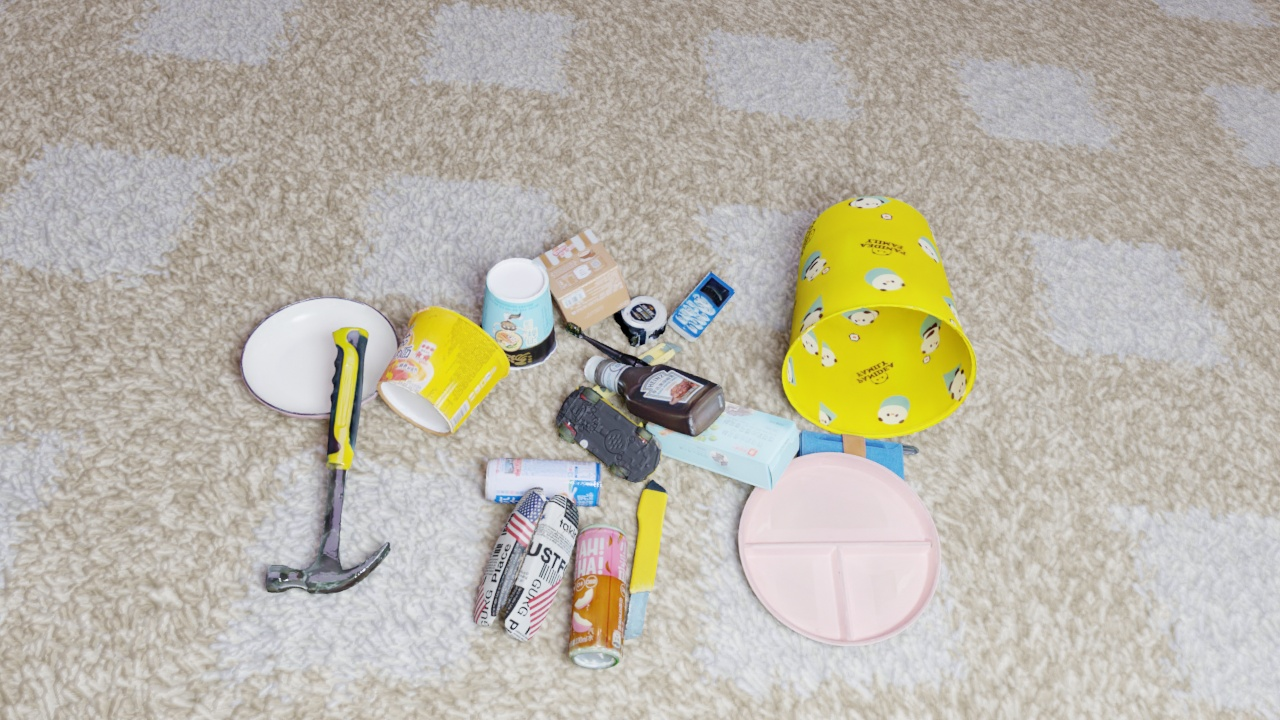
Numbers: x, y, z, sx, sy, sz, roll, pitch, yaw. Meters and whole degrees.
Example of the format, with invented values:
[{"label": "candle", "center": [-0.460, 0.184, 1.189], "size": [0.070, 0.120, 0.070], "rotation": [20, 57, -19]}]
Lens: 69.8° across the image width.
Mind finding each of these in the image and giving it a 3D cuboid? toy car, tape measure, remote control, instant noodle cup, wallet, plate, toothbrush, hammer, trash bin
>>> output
[{"label": "toy car", "center": [-0.038, 0.092, 1.125], "size": [0.156, 0.041, 0.071], "rotation": [34, 93, 24]}, {"label": "tape measure", "center": [0.003, -0.056, 1.265], "size": [0.066, 0.034, 0.065], "rotation": [-19, 58, -17]}, {"label": "remote control", "center": [0.087, -0.076, 1.292], "size": [0.049, 0.024, 0.124], "rotation": [40, 54, 3]}, {"label": "instant noodle cup", "center": [-0.162, -0.066, 1.196], "size": [0.111, 0.121, 0.111], "rotation": [3, 52, -4]}, {"label": "wallet", "center": [0.262, 0.142, 1.138], "size": [0.133, 0.040, 0.106], "rotation": [8, 56, -1]}, {"label": "plate", "center": [-0.403, 0.001, 1.166], "size": [0.192, 0.039, 0.192], "rotation": [4, 52, -5]}, {"label": "plate", "center": [0.227, 0.215, 1.058], "size": [0.229, 0.028, 0.229], "rotation": [-1, 61, 1]}, {"label": "toothbrush", "center": [-0.007, 0.007, 1.199], "size": [0.212, 0.027, 0.026], "rotation": [31, 67, 7]}, {"label": "instant noodle cup", "center": [-0.245, 0.019, 1.118], "size": [0.138, 0.138, 0.109], "rotation": [24, 61, 12]}, {"label": "hammer", "center": [-0.344, 0.107, 1.061], "size": [0.126, 0.032, 0.322], "rotation": [2, 62, -9]}, {"label": "toothbrush", "center": [0.271, 0.104, 1.182], "size": [0.181, 0.018, 0.015], "rotation": [8, 48, -3]}, {"label": "trash bin", "center": [0.302, -0.068, 1.199], "size": [0.229, 0.230, 0.254], "rotation": [9, 46, 0]}]

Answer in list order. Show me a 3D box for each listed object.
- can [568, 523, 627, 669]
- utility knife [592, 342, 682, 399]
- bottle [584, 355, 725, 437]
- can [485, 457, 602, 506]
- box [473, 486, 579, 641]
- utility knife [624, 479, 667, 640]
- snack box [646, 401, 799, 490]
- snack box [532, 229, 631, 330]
[{"label": "can", "center": [-0.045, 0.254, 0.996], "size": [0.058, 0.058, 0.147], "rotation": [5, 51, -3]}, {"label": "utility knife", "center": [-0.012, 0.018, 1.220], "size": [0.167, 0.018, 0.031], "rotation": [-37, 58, -25]}, {"label": "bottle", "center": [0.010, 0.035, 1.135], "size": [0.195, 0.044, 0.079], "rotation": [19, 47, 39]}, {"label": "can", "center": [-0.113, 0.143, 1.079], "size": [0.134, 0.053, 0.053], "rotation": [3, 51, -5]}, {"label": "box", "center": [-0.132, 0.218, 1.006], "size": [0.088, 0.076, 0.162], "rotation": [8, 64, 29]}, {"label": "utility knife", "center": [0.004, 0.225, 1.050], "size": [0.033, 0.015, 0.208], "rotation": [11, 48, 1]}, {"label": "snack box", "center": [0.099, 0.093, 1.113], "size": [0.175, 0.052, 0.074], "rotation": [15, 47, 32]}, {"label": "snack box", "center": [-0.080, -0.106, 1.246], "size": [0.092, 0.077, 0.094], "rotation": [-30, 50, -7]}]
